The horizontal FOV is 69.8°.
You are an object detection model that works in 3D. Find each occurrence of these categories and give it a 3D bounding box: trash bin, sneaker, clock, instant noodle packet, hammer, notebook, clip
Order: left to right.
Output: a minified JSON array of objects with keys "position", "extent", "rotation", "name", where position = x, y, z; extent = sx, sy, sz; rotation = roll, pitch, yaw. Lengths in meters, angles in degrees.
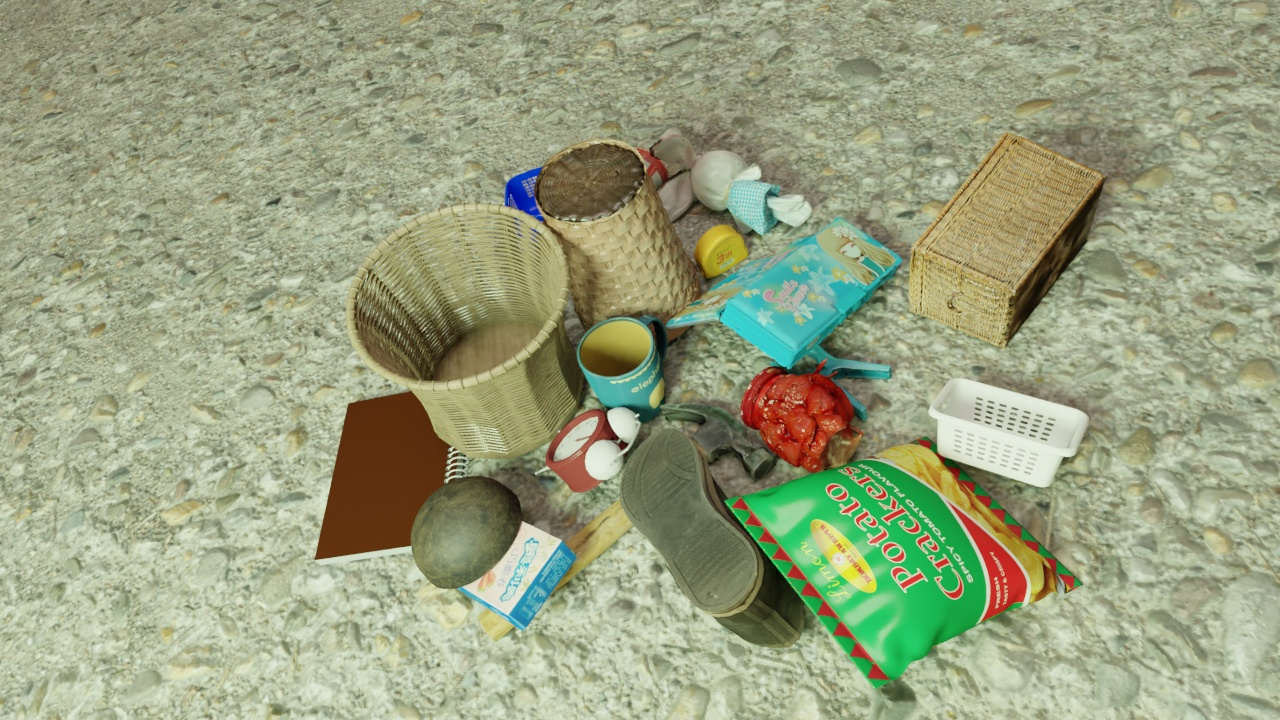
[{"position":[-0.277,0.125,1.058],"extent":[0.172,0.022,0.208],"rotation":[-11,52,13],"name":"notebook"},{"position":[-0.049,0.091,0.960],"extent":[0.125,0.044,0.086],"rotation":[-22,30,41],"name":"clock"},{"position":[-0.028,0.164,0.938],"extent":[0.330,0.033,0.132],"rotation":[-39,54,-11],"name":"hammer"},{"position":[-0.022,-0.126,1.021],"extent":[0.151,0.210,0.151],"rotation":[-7,55,10],"name":"trash bin"},{"position":[0.064,0.162,0.857],"extent":[0.095,0.120,0.234],"rotation":[-43,40,0],"name":"sneaker"},{"position":[0.190,0.026,0.970],"extent":[0.127,0.028,0.113],"rotation":[33,68,34],"name":"clip"},{"position":[0.228,0.157,0.790],"extent":[0.252,0.090,0.195],"rotation":[-12,44,-30],"name":"instant noodle packet"}]

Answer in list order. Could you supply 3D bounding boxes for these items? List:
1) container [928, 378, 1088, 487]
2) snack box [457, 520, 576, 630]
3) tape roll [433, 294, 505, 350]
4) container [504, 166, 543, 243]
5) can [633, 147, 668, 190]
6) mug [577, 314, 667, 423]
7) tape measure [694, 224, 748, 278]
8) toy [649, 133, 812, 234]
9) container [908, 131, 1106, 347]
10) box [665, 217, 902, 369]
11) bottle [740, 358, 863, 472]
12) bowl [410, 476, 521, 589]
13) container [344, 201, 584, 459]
[{"position":[0.339,0.068,0.856],"extent":[0.129,0.050,0.080],"rotation":[18,33,29],"name":"container"},{"position":[-0.141,0.201,0.920],"extent":[0.154,0.033,0.087],"rotation":[12,58,47],"name":"snack box"},{"position":[-0.210,-0.036,1.147],"extent":[0.094,0.030,0.093],"rotation":[-9,53,12],"name":"tape roll"},{"position":[-0.118,-0.208,1.225],"extent":[0.114,0.058,0.096],"rotation":[-13,52,10],"name":"container"},{"position":[-0.030,-0.199,1.177],"extent":[0.067,0.067,0.169],"rotation":[19,59,29],"name":"can"},{"position":[-0.006,0.006,1.000],"extent":[0.084,0.104,0.112],"rotation":[20,61,30],"name":"mug"},{"position":[0.092,-0.133,1.097],"extent":[0.068,0.059,0.030],"rotation":[-34,52,-7],"name":"tape measure"},{"position":[0.118,-0.220,1.135],"extent":[0.205,0.131,0.105],"rotation":[19,47,22],"name":"toy"},{"position":[0.379,-0.123,0.958],"extent":[0.113,0.114,0.198],"rotation":[33,72,30],"name":"container"},{"position":[0.157,-0.088,1.005],"extent":[0.181,0.074,0.226],"rotation":[20,42,36],"name":"box"},{"position":[0.168,0.055,0.919],"extent":[0.098,0.099,0.111],"rotation":[-44,47,-16],"name":"bottle"},{"position":[-0.186,0.162,0.922],"extent":[0.121,0.056,0.121],"rotation":[-23,38,20],"name":"bowl"},{"position":[-0.170,-0.021,0.986],"extent":[0.227,0.196,0.226],"rotation":[-4,58,6],"name":"container"}]
